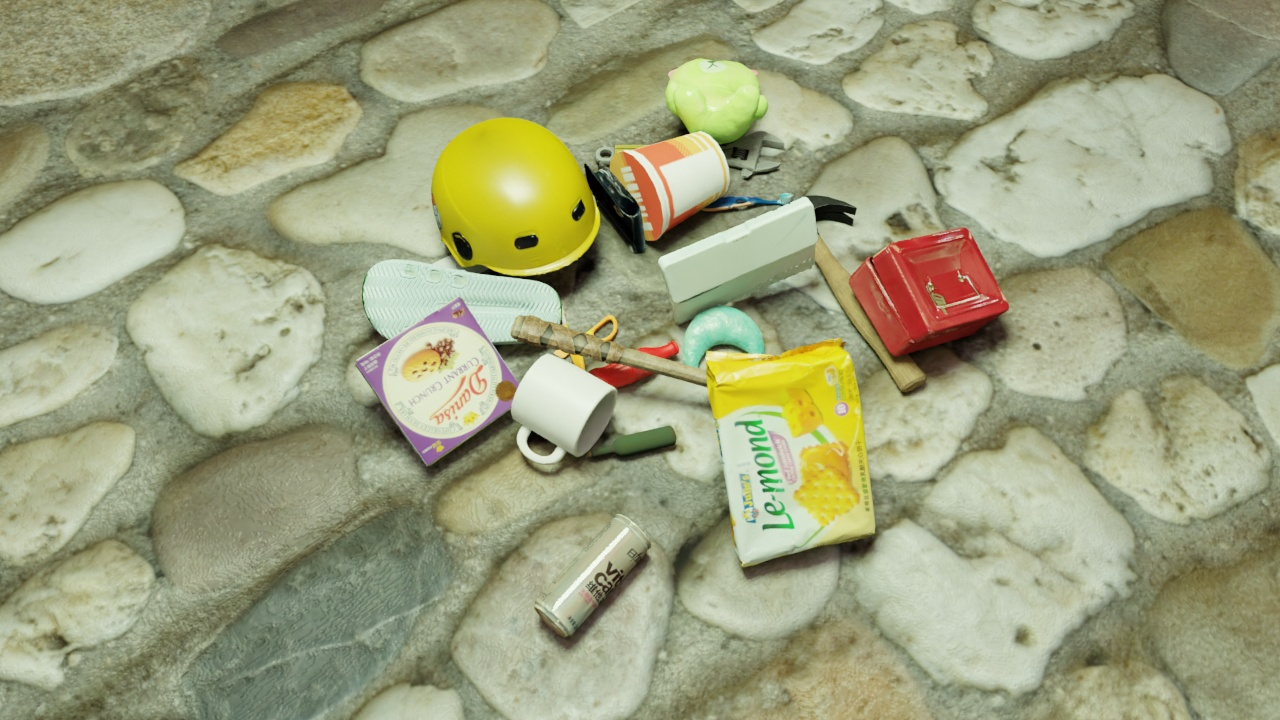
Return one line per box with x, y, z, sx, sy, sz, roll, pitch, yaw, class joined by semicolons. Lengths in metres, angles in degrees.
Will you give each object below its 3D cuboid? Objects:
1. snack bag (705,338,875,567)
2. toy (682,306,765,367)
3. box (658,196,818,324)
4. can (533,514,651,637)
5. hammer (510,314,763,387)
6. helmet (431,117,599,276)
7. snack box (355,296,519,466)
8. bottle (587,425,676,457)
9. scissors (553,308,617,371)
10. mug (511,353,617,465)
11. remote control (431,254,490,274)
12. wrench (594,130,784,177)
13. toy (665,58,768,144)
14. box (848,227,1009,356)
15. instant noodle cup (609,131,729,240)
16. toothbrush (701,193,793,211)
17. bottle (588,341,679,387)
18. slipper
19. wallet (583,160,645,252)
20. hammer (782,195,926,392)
0.162;0.096;1.003;0.159;0.068;0.247;-10;102;-3;snack bag
0.102;-0.027;1.158;0.105;0.033;0.085;-7;74;-2;toy
0.125;-0.116;1.131;0.197;0.135;0.040;-22;51;-2;box
-0.052;0.232;0.992;0.054;0.054;0.135;38;66;19;can
0.005;0.001;1.079;0.318;0.049;0.121;15;33;-4;hammer
-0.167;-0.224;1.174;0.208;0.140;0.240;-34;45;-19;helmet
-0.233;0.024;1.078;0.143;0.041;0.148;-36;98;-17;snack box
-0.011;0.099;1.085;0.106;0.025;0.025;-12;61;-8;bottle
-0.089;-0.027;1.166;0.125;0.011;0.128;-40;66;-21;scissors
-0.096;0.065;1.072;0.090;0.091;0.121;29;81;15;mug
-0.224;-0.133;1.227;0.146;0.008;0.045;-28;64;-16;remote control
0.071;-0.296;1.318;0.273;0.018;0.083;0;60;0;wrench
0.106;-0.368;1.304;0.150;0.107;0.196;2;24;7;toy
0.357;-0.085;1.137;0.157;0.093;0.129;-13;68;-31;box
0.043;-0.242;1.233;0.121;0.124;0.123;-28;64;-22;instant noodle cup
0.148;-0.220;1.276;0.135;0.017;0.021;-5;50;-3;toothbrush
-0.007;0.007;1.132;0.119;0.036;0.036;-25;63;-14;bottle
-0.221;-0.065;1.145;0.245;0.074;0.104;4;90;-10;slipper
-0.031;-0.206;1.226;0.026;0.089;0.115;-32;66;-11;wallet
0.275;-0.091;1.194;0.132;0.040;0.305;-24;64;-10;hammer
